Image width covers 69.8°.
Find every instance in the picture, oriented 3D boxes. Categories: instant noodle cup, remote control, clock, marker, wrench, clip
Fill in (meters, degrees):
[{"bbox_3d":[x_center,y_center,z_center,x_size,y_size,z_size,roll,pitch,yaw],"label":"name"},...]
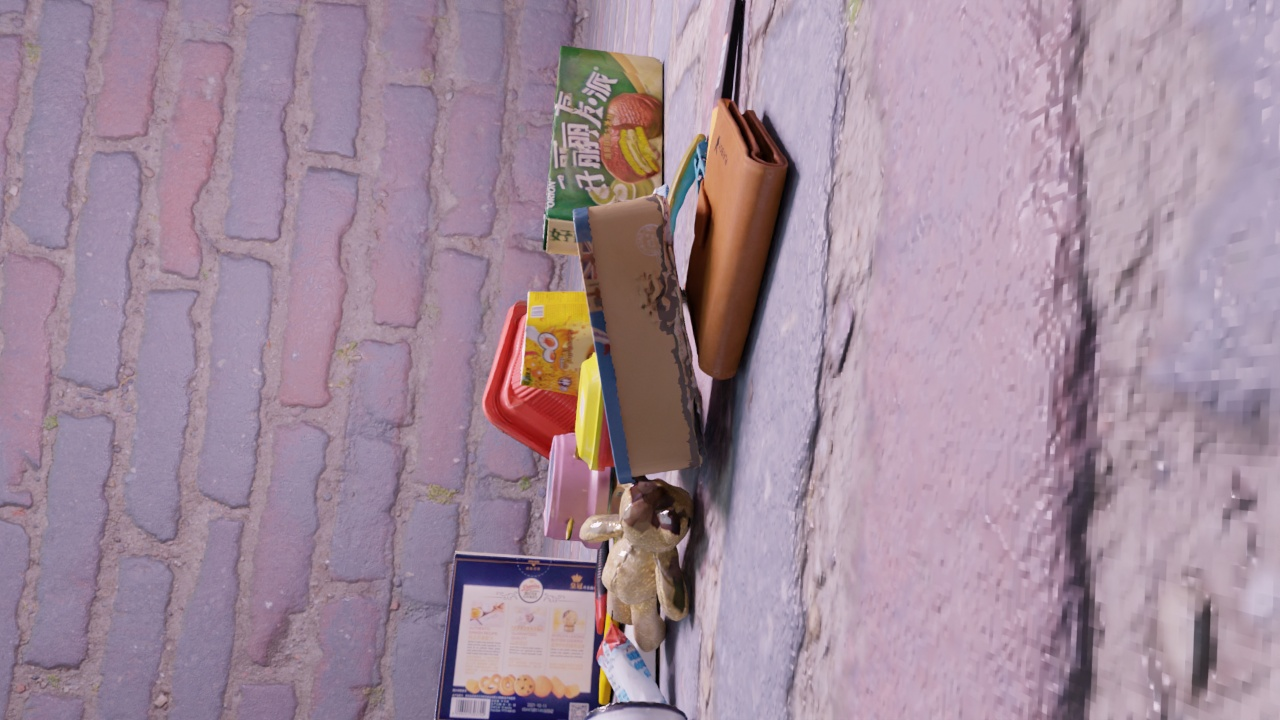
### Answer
[{"bbox_3d":[-0.058,-0.017,0.940,0.116,0.123,0.116,-98,15,-58],"label":"instant noodle cup"},{"bbox_3d":[0.000,0.248,0.722,0.056,0.019,0.135,109,164,-62],"label":"remote control"},{"bbox_3d":[-0.065,0.129,0.930,0.158,0.060,0.117,137,137,-80],"label":"clock"},{"bbox_3d":[-0.086,0.021,1.052,0.079,0.164,0.188,-32,35,36],"label":"instant noodle cup"},{"bbox_3d":[0.058,-0.184,0.613,0.018,0.015,0.123,158,119,-80],"label":"marker"},{"bbox_3d":[-0.040,0.188,1.040,0.272,0.016,0.056,-89,5,-48],"label":"wrench"},{"bbox_3d":[0.047,-0.136,0.657,0.041,0.014,0.056,104,167,-47],"label":"clip"}]

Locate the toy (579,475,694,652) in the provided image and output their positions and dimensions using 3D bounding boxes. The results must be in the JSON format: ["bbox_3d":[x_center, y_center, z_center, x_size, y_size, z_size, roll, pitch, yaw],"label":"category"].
[{"bbox_3d":[0.004,0.145,0.645,0.105,0.066,0.157,44,142,37],"label":"toy"}]

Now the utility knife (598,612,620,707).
[{"bbox_3d":[-0.027,0.269,0.919,0.033,0.015,0.217,-97,12,-62],"label":"utility knife"}]

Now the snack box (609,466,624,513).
[{"bbox_3d":[-0.022,0.114,0.947,0.158,0.026,0.084,111,162,-63],"label":"snack box"}]

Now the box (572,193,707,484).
[{"bbox_3d":[0.002,-0.009,0.571,0.089,0.060,0.184,-64,-33,-84],"label":"box"}]

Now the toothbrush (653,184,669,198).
[{"bbox_3d":[0.014,-0.057,0.800,0.026,0.026,0.220,-17,61,40],"label":"toothbrush"}]

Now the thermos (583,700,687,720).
[{"bbox_3d":[0.000,0.313,0.510,0.073,0.073,0.223,103,168,-47],"label":"thermos"}]

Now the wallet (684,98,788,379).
[{"bbox_3d":[0.051,-0.072,0.532,0.107,0.031,0.132,-99,16,-55],"label":"wallet"}]

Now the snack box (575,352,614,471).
[{"bbox_3d":[-0.004,0.036,0.669,0.091,0.080,0.082,-118,33,-77],"label":"snack box"}]

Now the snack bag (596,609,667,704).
[{"bbox_3d":[-0.003,0.229,0.642,0.104,0.026,0.048,54,153,29],"label":"snack bag"}]

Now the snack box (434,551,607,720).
[{"bbox_3d":[-0.126,0.310,1.013,0.046,0.178,0.182,106,169,-70],"label":"snack box"}]

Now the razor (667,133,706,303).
[{"bbox_3d":[0.032,-0.110,0.716,0.043,0.028,0.133,-99,18,-75],"label":"razor"}]

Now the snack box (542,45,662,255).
[{"bbox_3d":[-0.037,-0.218,0.957,0.063,0.114,0.239,107,167,-60],"label":"snack box"}]
